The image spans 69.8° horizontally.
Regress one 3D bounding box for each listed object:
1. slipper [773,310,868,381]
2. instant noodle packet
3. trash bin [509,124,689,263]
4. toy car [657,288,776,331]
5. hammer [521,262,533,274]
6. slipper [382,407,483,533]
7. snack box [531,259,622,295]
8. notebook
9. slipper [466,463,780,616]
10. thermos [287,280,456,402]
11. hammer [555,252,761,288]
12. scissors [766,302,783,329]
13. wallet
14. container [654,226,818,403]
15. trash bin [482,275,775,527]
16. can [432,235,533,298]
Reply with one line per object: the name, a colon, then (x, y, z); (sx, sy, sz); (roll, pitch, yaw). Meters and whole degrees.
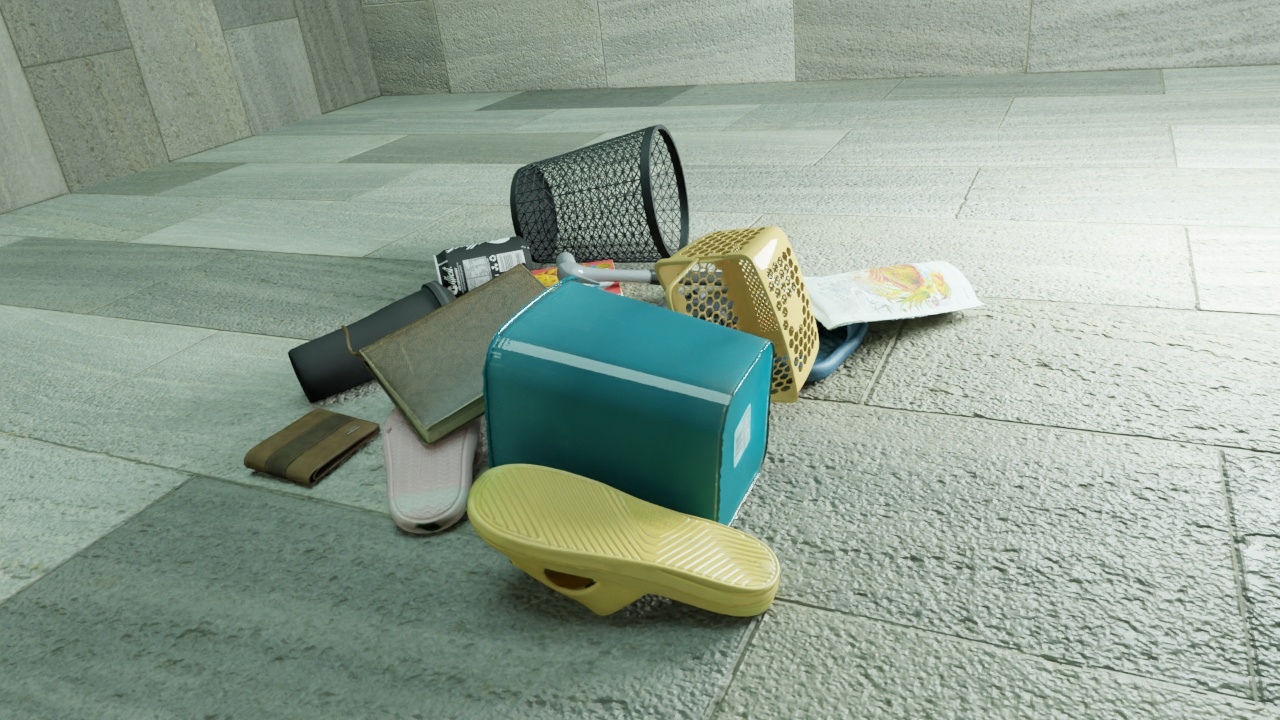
slipper: (0.220, -0.037, 1.127); (0.104, 0.059, 0.213); (7, 30, 22)
instant noodle packet: (0.294, -0.089, 1.153); (0.268, 0.057, 0.147); (-6, 28, -31)
trash bin: (-0.067, -0.255, 1.497); (0.244, 0.217, 0.216); (-5, 25, 18)
toy car: (0.092, -0.056, 1.202); (0.081, 0.056, 0.190); (-24, 24, -34)
hammer: (-0.091, -0.048, 1.205); (0.334, 0.033, 0.132); (16, 64, 33)
slipper: (-0.216, 0.098, 0.956); (0.107, 0.056, 0.221); (-9, 36, -2)
snack box: (-0.102, -0.099, 1.355); (0.145, 0.040, 0.142); (-8, 26, -4)
notebook: (-0.190, -0.024, 0.997); (0.215, 0.035, 0.190); (-33, 56, -22)
slipper: (-0.020, 0.163, 0.754); (0.263, 0.078, 0.099); (14, 28, 4)
thermos: (-0.337, -0.021, 1.192); (0.218, 0.106, 0.106); (-25, 31, -23)
hammer: (0.036, -0.118, 1.315); (0.310, 0.030, 0.125); (1, 25, -11)
scissors: (0.196, -0.073, 1.262); (0.117, 0.012, 0.129); (11, 32, 33)
wallet: (-0.369, 0.096, 1.036); (0.099, 0.027, 0.120); (9, 28, 24)
container: (0.100, -0.035, 0.984); (0.129, 0.183, 0.166); (2, 35, 40)
trash bin: (-0.002, 0.049, 0.865); (0.219, 0.199, 0.196); (12, 31, 21)
can: (-0.246, -0.145, 1.441); (0.146, 0.080, 0.080); (-12, 26, -12)
